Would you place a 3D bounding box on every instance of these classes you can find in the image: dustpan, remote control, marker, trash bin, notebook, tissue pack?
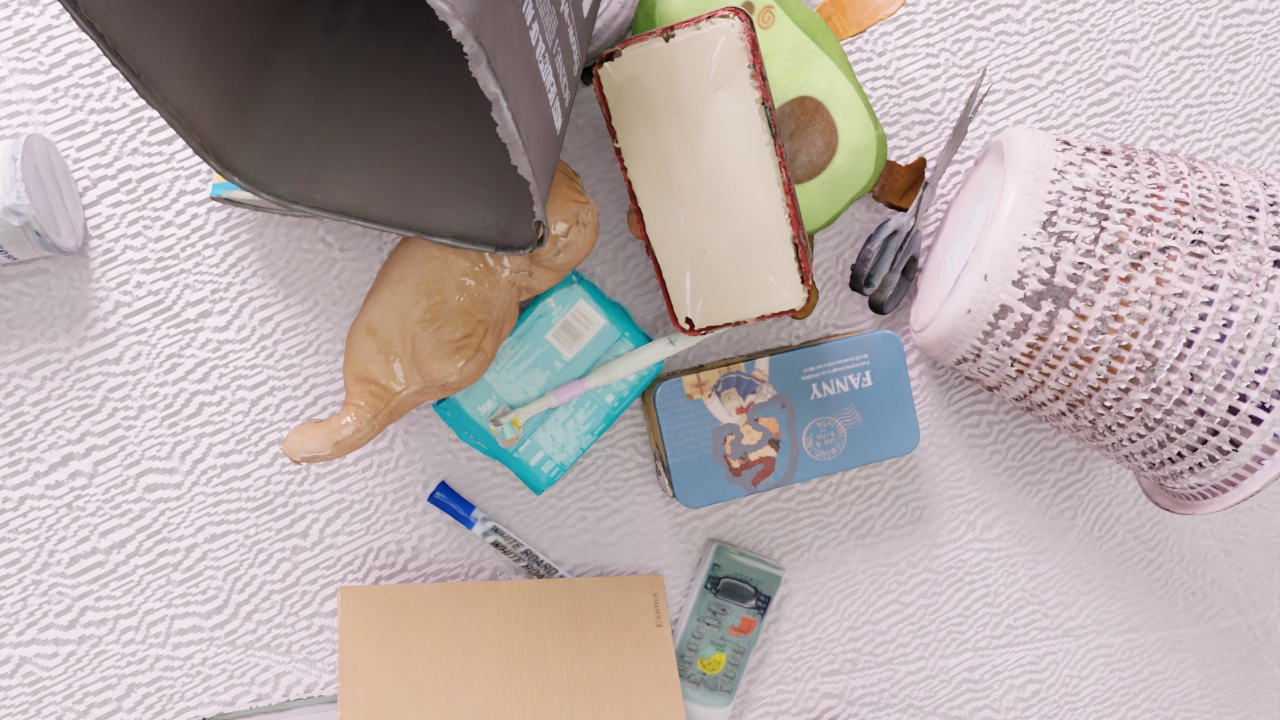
[{"bbox_3d":[-0.128,0.309,0.607,0.258,0.142,0.222,-8,94,21],"label":"dustpan"},{"bbox_3d":[0.050,0.193,0.624,0.056,0.019,0.135,22,88,-9],"label":"remote control"},{"bbox_3d":[-0.077,0.128,0.604,0.146,0.017,0.017,38,86,-8],"label":"marker"},{"bbox_3d":[-0.111,-0.198,0.438,0.199,0.199,0.219,14,69,12],"label":"trash bin"},{"bbox_3d":[-0.070,0.203,0.544,0.211,0.012,0.149,4,57,-24],"label":"notebook"},{"bbox_3d":[0.286,-0.043,0.569,0.192,0.227,0.227,21,88,3],"label":"trash bin"},{"bbox_3d":[-0.056,0.014,0.586,0.093,0.050,0.133,44,86,-10],"label":"tissue pack"}]

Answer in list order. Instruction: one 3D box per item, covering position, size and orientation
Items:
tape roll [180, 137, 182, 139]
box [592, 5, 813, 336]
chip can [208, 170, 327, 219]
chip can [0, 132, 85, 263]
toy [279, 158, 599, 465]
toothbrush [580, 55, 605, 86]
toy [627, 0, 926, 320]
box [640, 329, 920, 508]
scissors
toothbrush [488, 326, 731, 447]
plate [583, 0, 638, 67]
[{"bbox_3d":[-0.253,-0.167,0.531,0.014,0.086,0.086,6,91,-10],"label":"tape roll"},{"bbox_3d":[0.040,-0.102,0.511,0.091,0.080,0.168,-13,113,15],"label":"box"},{"bbox_3d":[-0.209,-0.194,0.545,0.071,0.071,0.210,7,92,-9],"label":"chip can"},{"bbox_3d":[-0.440,-0.074,0.513,0.214,0.071,0.071,-12,94,-8],"label":"chip can"},{"bbox_3d":[-0.119,-0.030,0.536,0.226,0.143,0.082,-49,117,-3],"label":"toy"},{"bbox_3d":[0.038,-0.235,0.612,0.185,0.017,0.012,-33,99,-4],"label":"toothbrush"},{"bbox_3d":[0.082,-0.152,0.577,0.227,0.090,0.247,-44,110,-2],"label":"toy"},{"bbox_3d":[0.096,0.035,0.606,0.184,0.061,0.090,-15,95,-6],"label":"box"},{"bbox_3d":[0.194,-0.109,0.621,0.171,0.014,0.147,-38,137,-29],"label":"scissors"},{"bbox_3d":[-0.003,0.003,0.560,0.189,0.029,0.020,-26,57,-10],"label":"toothbrush"},{"bbox_3d":[-0.075,-0.265,0.570,0.179,0.024,0.179,0,107,0],"label":"plate"}]
